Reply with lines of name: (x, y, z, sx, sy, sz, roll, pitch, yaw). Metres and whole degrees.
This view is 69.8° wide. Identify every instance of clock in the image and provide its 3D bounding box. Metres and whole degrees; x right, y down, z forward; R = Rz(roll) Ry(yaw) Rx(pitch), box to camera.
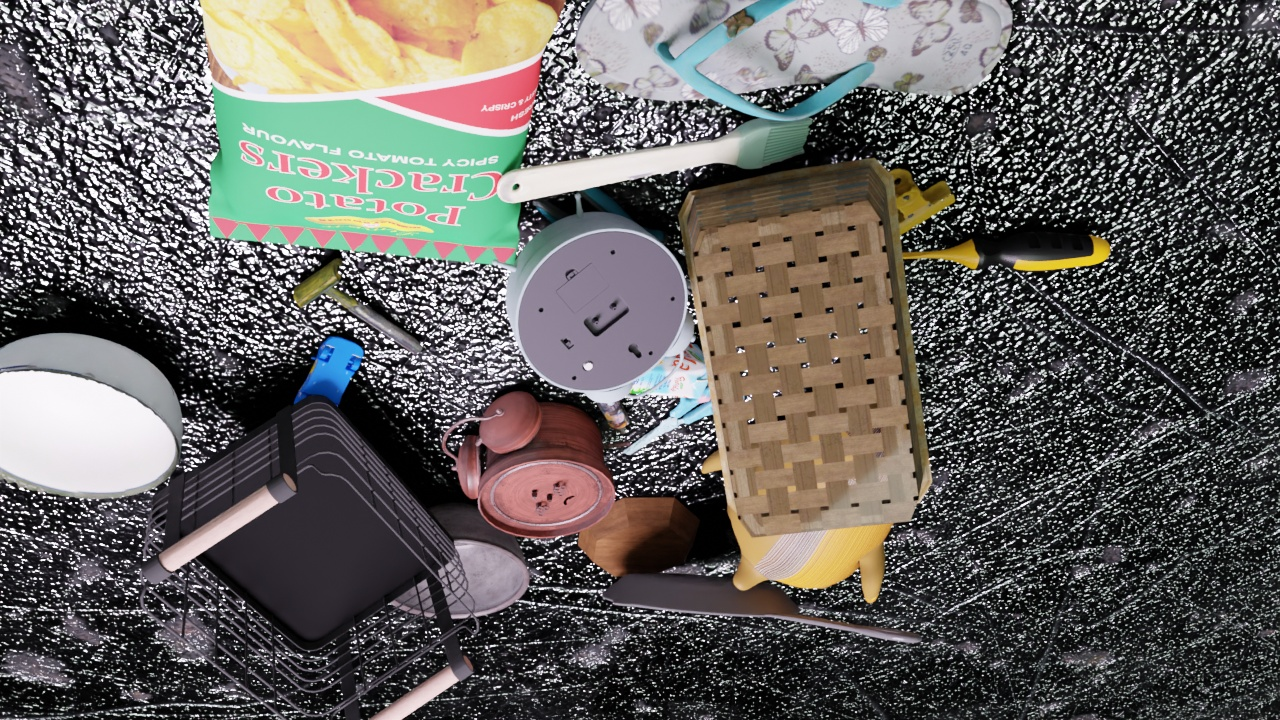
clock: (-0.025, -0.033, 0.645, 0.122, 0.045, 0.159, -38, 126, 2)
clock: (-0.096, 0.089, 0.801, 0.157, 0.072, 0.121, 20, 131, -27)

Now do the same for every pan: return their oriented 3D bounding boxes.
pan: (0.101, 0.223, 0.855, 0.216, 0.024, 0.355, 12, 169, -41)

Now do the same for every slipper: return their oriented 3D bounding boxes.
slipper: (0.097, -0.192, 0.542, 0.268, 0.054, 0.098, -2, 134, -7)

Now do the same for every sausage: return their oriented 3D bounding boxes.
sausage: (-0.039, 0.014, 0.767, 0.020, 0.020, 0.155, -17, 136, 11)

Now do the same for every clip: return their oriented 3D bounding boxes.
clip: (0.192, -0.120, 0.661, 0.053, 0.039, 0.047, -31, 136, 26)

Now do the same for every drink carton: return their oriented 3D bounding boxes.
drink carton: (-0.004, 0.004, 0.729, 0.128, 0.044, 0.039, 5, 121, -27)

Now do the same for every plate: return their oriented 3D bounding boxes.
plate: (-0.001, 0.188, 0.952, 0.131, 0.025, 0.131, -4, 137, -3)

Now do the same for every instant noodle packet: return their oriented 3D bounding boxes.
instant noodle packet: (-0.149, -0.152, 0.523, 0.195, 0.090, 0.253, 4, 140, -16)

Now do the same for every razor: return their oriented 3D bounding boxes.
razor: (-0.206, -0.034, 0.694, 0.043, 0.026, 0.106, -30, 136, 20)

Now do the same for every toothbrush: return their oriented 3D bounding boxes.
toothbrush: (0.257, -0.081, 0.699, 0.197, 0.031, 0.031, -2, 142, 1)

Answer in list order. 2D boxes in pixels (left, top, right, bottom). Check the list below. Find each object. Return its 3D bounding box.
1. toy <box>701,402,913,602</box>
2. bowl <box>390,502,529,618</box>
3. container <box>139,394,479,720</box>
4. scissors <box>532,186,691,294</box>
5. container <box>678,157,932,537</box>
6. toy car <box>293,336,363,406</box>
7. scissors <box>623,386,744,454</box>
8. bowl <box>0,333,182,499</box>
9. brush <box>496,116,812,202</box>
toy: (0.170, 0.106, 0.816, 0.198, 0.162, 0.204, 38, 129, 11)
bowl: (-0.182, 0.188, 0.899, 0.145, 0.067, 0.145, -4, 137, -4)
container: (-0.249, 0.166, 0.711, 0.162, 0.130, 0.241, -33, 124, -4)
scissors: (-0.019, -0.084, 0.663, 0.137, 0.019, 0.129, -8, 131, -10)
container: (0.117, -0.009, 0.655, 0.158, 0.186, 0.250, -8, 101, 12)
toy car: (-0.261, 0.015, 0.747, 0.033, 0.062, 0.092, 24, 99, -31)
scissors: (0.035, 0.053, 0.828, 0.063, 0.015, 0.139, 26, 134, -35)
bowl: (-0.426, 0.034, 0.701, 0.153, 0.072, 0.154, -3, 137, -3)
brush: (0.013, -0.126, 0.581, 0.217, 0.012, 0.033, -14, 140, -20)
